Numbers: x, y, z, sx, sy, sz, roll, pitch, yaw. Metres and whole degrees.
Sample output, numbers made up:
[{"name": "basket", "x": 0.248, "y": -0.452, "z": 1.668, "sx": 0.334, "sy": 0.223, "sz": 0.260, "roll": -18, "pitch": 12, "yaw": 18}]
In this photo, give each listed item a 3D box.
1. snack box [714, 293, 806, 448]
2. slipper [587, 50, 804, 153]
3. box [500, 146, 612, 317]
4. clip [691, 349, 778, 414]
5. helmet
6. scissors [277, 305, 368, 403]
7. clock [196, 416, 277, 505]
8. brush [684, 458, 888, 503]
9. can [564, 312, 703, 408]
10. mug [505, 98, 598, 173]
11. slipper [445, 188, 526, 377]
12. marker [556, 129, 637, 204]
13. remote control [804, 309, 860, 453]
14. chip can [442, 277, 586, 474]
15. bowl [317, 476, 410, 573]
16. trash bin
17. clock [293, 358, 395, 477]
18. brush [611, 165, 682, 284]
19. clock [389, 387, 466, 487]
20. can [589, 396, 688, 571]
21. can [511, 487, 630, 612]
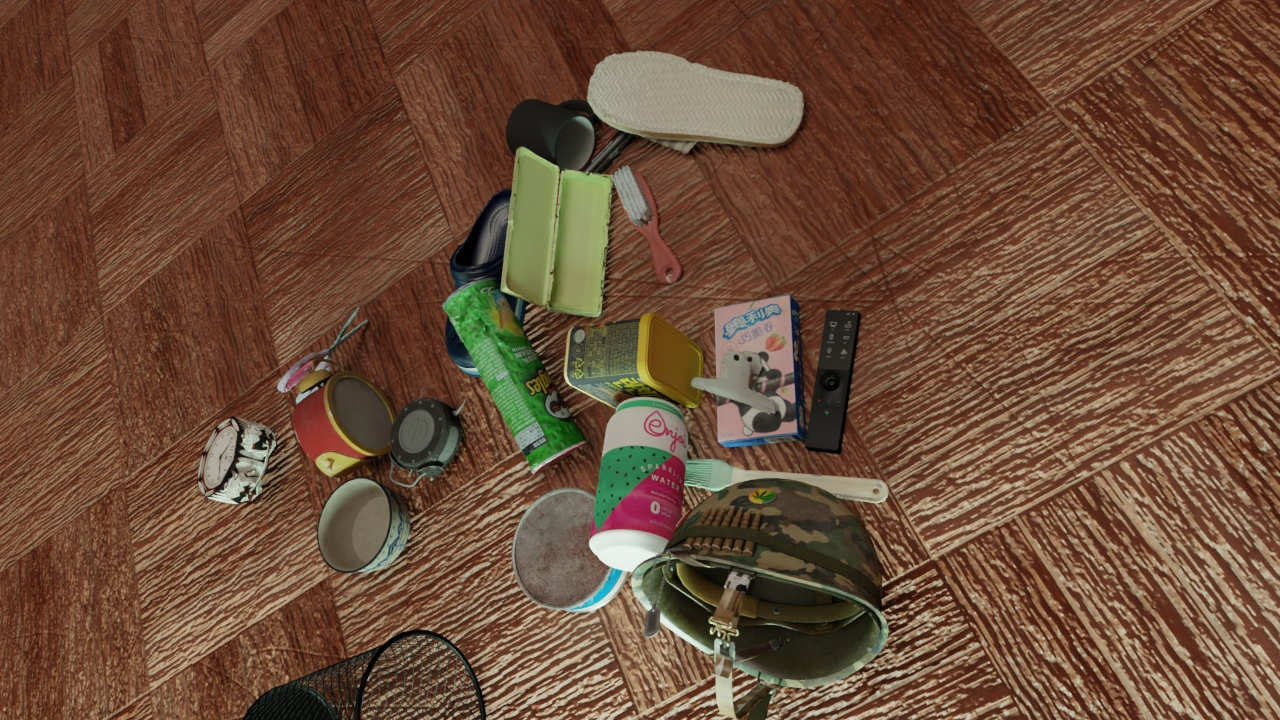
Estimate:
[{"name": "snack box", "x": 0.125, "y": 0.012, "z": 0.967, "sx": 0.088, "sy": 0.033, "sz": 0.154, "roll": -9, "pitch": 69, "yaw": 25}, {"name": "slipper", "x": 0.064, "y": -0.307, "z": 1.100, "sx": 0.273, "sy": 0.054, "sz": 0.114, "roll": 17, "pitch": 78, "yaw": 22}, {"name": "box", "x": -0.101, "y": -0.151, "z": 1.100, "sx": 0.048, "sy": 0.140, "sz": 0.187, "roll": -22, "pitch": 60, "yaw": 55}, {"name": "clip", "x": 0.099, "y": 0.015, "z": 0.942, "sx": 0.102, "sy": 0.040, "sz": 0.054, "roll": 17, "pitch": 95, "yaw": 32}, {"name": "helmet", "x": 0.100, "y": 0.216, "z": 0.809, "sx": 0.224, "sy": 0.193, "sz": 0.235, "roll": -6, "pitch": 43, "yaw": 12}, {"name": "scissors", "x": -0.426, "y": 0.003, "z": 1.232, "sx": 0.014, "sy": 0.168, "sz": 0.170, "roll": 36, "pitch": 47, "yaw": 2}, {"name": "clock", "x": -0.537, "y": 0.140, "z": 1.250, "sx": 0.155, "sy": 0.065, "sz": 0.114, "roll": 1, "pitch": 72, "yaw": 44}, {"name": "brush", "x": 0.142, "y": 0.123, "z": 0.933, "sx": 0.218, "sy": 0.012, "sz": 0.033, "roll": 2, "pitch": 74, "yaw": 27}, {"name": "can", "x": -0.006, "y": 0.006, "z": 0.982, "sx": 0.101, "sy": 0.130, "sz": 0.072, "roll": -6, "pitch": 70, "yaw": 29}, {"name": "mug", "x": -0.104, "y": -0.297, "z": 1.179, "sx": 0.088, "sy": 0.078, "sz": 0.113, "roll": 26, "pitch": 59, "yaw": 32}, {"name": "slipper", "x": -0.197, "y": -0.106, "z": 1.145, "sx": 0.105, "sy": 0.095, "sz": 0.252, "roll": 3, "pitch": 71, "yaw": 26}, {"name": "marker", "x": -0.054, "y": -0.249, "z": 1.161, "sx": 0.145, "sy": 0.021, "sz": 0.023, "roll": -45, "pitch": 29, "yaw": 7}, {"name": "remote control", "x": 0.197, "y": 0.020, "z": 0.938, "sx": 0.034, "sy": 0.013, "sz": 0.150, "roll": 4, "pitch": 75, "yaw": 29}, {"name": "chip can", "x": -0.145, "y": 0.014, "z": 1.042, "sx": 0.075, "sy": 0.075, "sz": 0.223, "roll": -31, "pitch": 82, "yaw": 15}, {"name": "bowl", "x": -0.331, "y": 0.205, "z": 1.124, "sx": 0.116, "sy": 0.059, "sz": 0.115, "roll": -10, "pitch": 68, "yaw": 25}, {"name": "trash bin", "x": -0.305, "y": 0.402, "z": 0.979, "sx": 0.211, "sy": 0.184, "sz": 0.183, "roll": -22, "pitch": 64, "yaw": 26}, {"name": "clock", "x": -0.384, "y": 0.070, "z": 1.166, "sx": 0.081, "sy": 0.117, "sz": 0.158, "roll": -30, "pitch": 68, "yaw": 20}, {"name": "brush", "x": 0.006, "y": -0.164, "z": 1.095, "sx": 0.041, "sy": 0.030, "sz": 0.172, "roll": -31, "pitch": 62, "yaw": 15}, {"name": "clock", "x": -0.265, "y": 0.098, "z": 1.136, "sx": 0.091, "sy": 0.043, "sz": 0.122, "roll": 12, "pitch": 78, "yaw": 30}, {"name": "can", "x": 0.001, "y": 0.127, "z": 0.943, "sx": 0.088, "sy": 0.088, "sz": 0.165, "roll": -10, "pitch": 53, "yaw": 24}, {"name": "can", "x": -0.074, "y": 0.205, "z": 0.997, "sx": 0.130, "sy": 0.044, "sz": 0.129, "roll": -10, "pitch": 68, "yaw": 25}]
